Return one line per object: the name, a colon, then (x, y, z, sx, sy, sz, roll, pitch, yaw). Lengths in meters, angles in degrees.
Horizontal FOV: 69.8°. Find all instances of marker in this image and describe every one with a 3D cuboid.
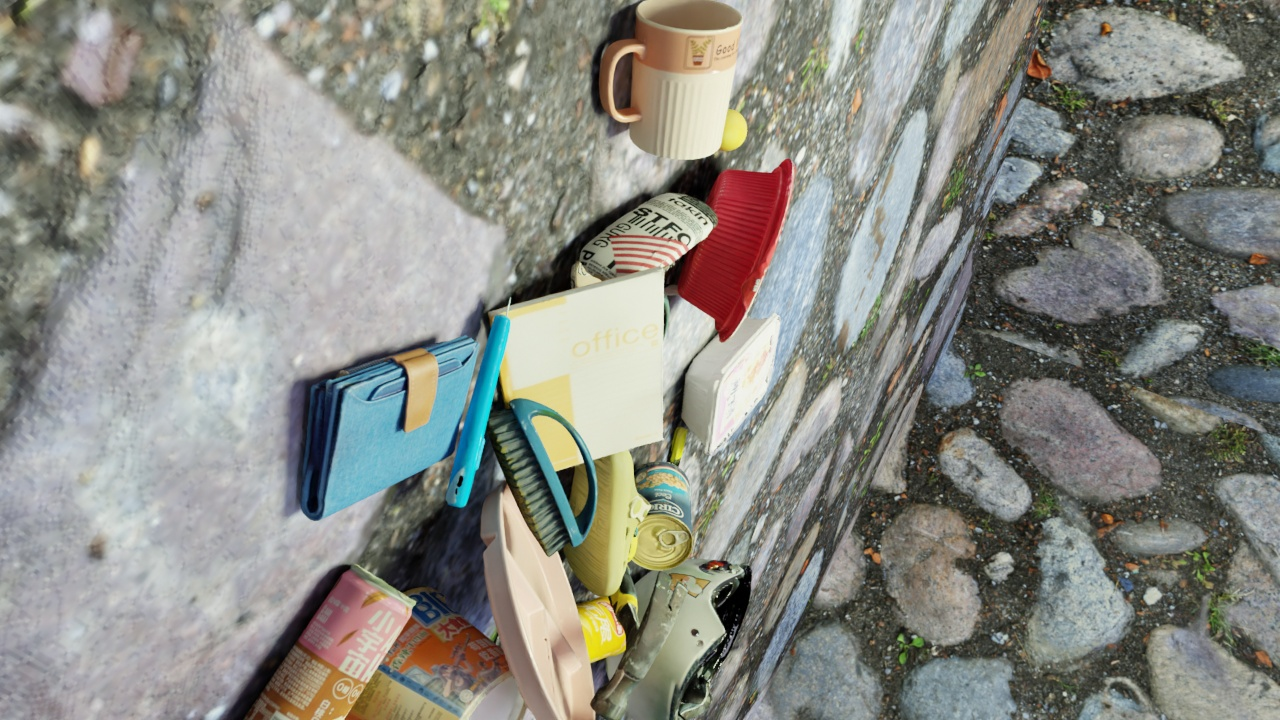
marker: (0.042, 0.136, 1.187, 0.018, 0.015, 0.124, -37, 146, -48)

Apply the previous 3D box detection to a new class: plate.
plate: (-0.088, 0.212, 0.781, 0.028, 0.229, 0.230, -19, 150, 2)

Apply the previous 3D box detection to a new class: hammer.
hammer: (-0.012, 0.251, 0.933, 0.126, 0.032, 0.323, -58, -176, -3)

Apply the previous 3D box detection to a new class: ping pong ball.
ping pong ball: (0.084, -0.226, 0.899, 0.040, 0.040, 0.040, -47, 150, -38)

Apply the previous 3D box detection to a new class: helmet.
helmet: (0.041, 0.366, 1.221, 0.273, 0.157, 0.230, -45, 149, -62)

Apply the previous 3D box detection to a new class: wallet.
wallet: (-0.166, 0.041, 0.619, 0.132, 0.040, 0.106, -27, 140, -58)

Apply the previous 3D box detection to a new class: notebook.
notebook: (-0.047, 0.018, 0.784, 0.145, 0.010, 0.207, -16, 136, -15)

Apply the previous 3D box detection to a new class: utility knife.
utility knife: (-0.117, 0.029, 0.684, 0.034, 0.018, 0.159, -146, -109, -85)

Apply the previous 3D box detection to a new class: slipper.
slipper: (-0.025, 0.155, 0.942, 0.081, 0.091, 0.191, -10, 121, -31)

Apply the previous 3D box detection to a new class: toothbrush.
toothbrush: (0.007, -0.071, 0.911, 0.191, 0.016, 0.018, -12, 112, -62)

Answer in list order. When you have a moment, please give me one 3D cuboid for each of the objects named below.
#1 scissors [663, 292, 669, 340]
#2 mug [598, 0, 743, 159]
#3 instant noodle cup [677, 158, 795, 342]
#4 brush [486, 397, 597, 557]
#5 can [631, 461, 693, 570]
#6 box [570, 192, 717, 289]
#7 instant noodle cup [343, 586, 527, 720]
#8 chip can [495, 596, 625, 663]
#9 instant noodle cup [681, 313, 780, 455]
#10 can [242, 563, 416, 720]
scissors: (-0.020, 0.020, 0.855, 0.129, 0.019, 0.186, -30, 142, -48)
mug: (0.020, -0.222, 0.730, 0.114, 0.081, 0.106, -17, 134, -26)
instant noodle cup: (0.088, -0.117, 0.915, 0.194, 0.066, 0.194, -163, -88, -85)
brush: (-0.075, 0.093, 0.767, 0.073, 0.055, 0.144, -25, 113, -11)
can: (0.021, 0.174, 1.044, 0.111, 0.075, 0.075, -86, -173, -63)
box: (-0.002, -0.091, 0.814, 0.162, 0.076, 0.088, -44, 163, -41)
instant noodle cup: (-0.167, 0.276, 0.740, 0.151, 0.111, 0.152, -47, 150, -38)
chip can: (-0.078, 0.306, 1.014, 0.072, 0.072, 0.213, -67, 157, 2)
instant noodle cup: (0.110, 0.022, 1.166, 0.173, 0.060, 0.138, -42, 147, -42)
can: (-0.220, 0.219, 0.638, 0.147, 0.058, 0.058, -58, 156, -18)
